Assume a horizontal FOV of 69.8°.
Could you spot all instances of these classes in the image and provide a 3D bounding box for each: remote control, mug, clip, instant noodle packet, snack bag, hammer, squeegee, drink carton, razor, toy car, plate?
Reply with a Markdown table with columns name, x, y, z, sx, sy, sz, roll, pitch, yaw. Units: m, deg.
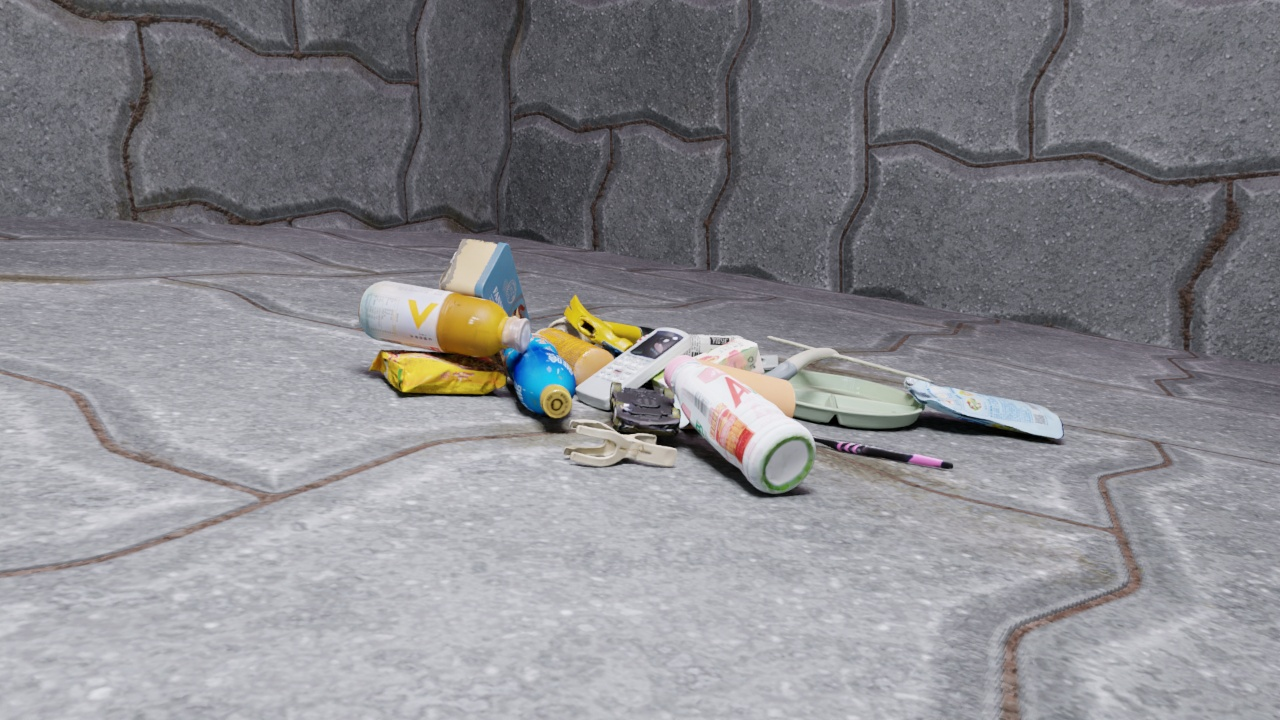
| name | x | y | z | sx | sy | sz | roll | pitch | yaw |
| --- | --- | --- | --- | --- | --- | --- | --- | --- | --- |
| remote control | -0.006 | 0.006 | 1.072 | 0.149 | 0.021 | 0.058 | -37 | 35 | -30 |
| mug | 0.103 | 0.043 | 1.005 | 0.122 | 0.078 | 0.078 | 9 | 9 | -20 |
| clip | -0.019 | 0.079 | 0.840 | 0.100 | 0.035 | 0.072 | 11 | 7 | -29 |
| instant noodle packet | -0.229 | 0.010 | 1.033 | 0.128 | 0.044 | 0.111 | 0 | 8 | -31 |
| snack bag | 0.431 | 0.059 | 1.169 | 0.191 | 0.039 | 0.110 | 12 | 23 | -9 |
| hammer | -0.010 | -0.037 | 1.335 | 0.129 | 0.033 | 0.300 | 38 | 12 | 22 |
| squeegee | 0.188 | 0.013 | 1.126 | 0.245 | 0.039 | 0.247 | -19 | 27 | -41 |
| remote control | 0.143 | 0.004 | 1.300 | 0.056 | 0.019 | 0.135 | -3 | 0 | -17 |
| drink carton | 0.078 | 0.019 | 1.069 | 0.122 | 0.045 | 0.053 | -25 | 19 | -17 |
| razor | -0.044 | 0.002 | 1.176 | 0.042 | 0.022 | 0.143 | 31 | -12 | -6 |
| toy car | 0.002 | 0.054 | 0.949 | 0.070 | 0.042 | 0.158 | 6 | 9 | -3 |
| plate | 0.247 | 0.049 | 1.184 | 0.230 | 0.027 | 0.230 | 7 | 10 | -2 |

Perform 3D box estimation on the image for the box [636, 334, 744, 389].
| name | x | y | z | sx | sy | sz | roll | pitch | yaw |
| --- | --- | --- | --- | --- | --- | --- | --- | --- | --- |
| box | 0.060 | -0.003 | 1.179 | 0.162 | 0.087 | 0.075 | 3 | 34 | -19 |

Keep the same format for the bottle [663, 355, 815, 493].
| name | x | y | z | sx | sy | sz | roll | pitch | yaw |
| --- | --- | --- | --- | --- | --- | --- | --- | --- | --- |
| bottle | 0.084 | 0.051 | 0.866 | 0.068 | 0.068 | 0.197 | 1 | 22 | -28 |

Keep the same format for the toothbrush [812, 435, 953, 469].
| name | x | y | z | sx | sy | sz | roll | pitch | yaw |
| --- | --- | --- | --- | --- | --- | --- | --- | --- | --- |
| toothbrush | 0.232 | 0.094 | 0.968 | 0.189 | 0.014 | 0.017 | 10 | 21 | 14 |

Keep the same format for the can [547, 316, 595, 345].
| name | x | y | z | sx | sy | sz | roll | pitch | yaw |
| --- | --- | --- | --- | --- | --- | --- | --- | --- | --- |
| can | -0.098 | -0.037 | 1.329 | 0.058 | 0.058 | 0.116 | 9 | 11 | 9 |

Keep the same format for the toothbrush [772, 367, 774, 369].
| name | x | y | z | sx | sy | sz | roll | pitch | yaw |
| --- | --- | --- | --- | --- | --- | --- | --- | --- | --- |
| toothbrush | 0.284 | 0.032 | 1.340 | 0.190 | 0.014 | 0.016 | 12 | -12 | 23 |

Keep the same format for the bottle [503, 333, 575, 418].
| name | x | y | z | sx | sy | sz | roll | pitch | yaw |
| --- | --- | --- | --- | --- | --- | --- | --- | --- | --- |
| bottle | -0.106 | 0.020 | 1.001 | 0.065 | 0.065 | 0.218 | 4 | 11 | -16 |

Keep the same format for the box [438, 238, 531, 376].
| name | x | y | z | sx | sy | sz | roll | pitch | yaw |
| --- | --- | --- | --- | --- | --- | --- | --- | --- | --- |
| box | -0.185 | -0.066 | 1.103 | 0.062 | 0.089 | 0.184 | 12 | -33 | 12 |

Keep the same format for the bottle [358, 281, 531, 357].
| name | x | y | z | sx | sy | sz | roll | pitch | yaw |
| --- | --- | --- | --- | --- | --- | --- | --- | --- | --- |
| bottle | -0.215 | -0.042 | 1.013 | 0.190 | 0.068 | 0.068 | 10 | 11 | 13 |

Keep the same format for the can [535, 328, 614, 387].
| name | x | y | z | sx | sy | sz | roll | pitch | yaw |
| --- | --- | --- | --- | --- | --- | --- | --- | --- | --- |
| can | -0.088 | -0.001 | 1.142 | 0.058 | 0.058 | 0.146 | 1 | 12 | -31 |
